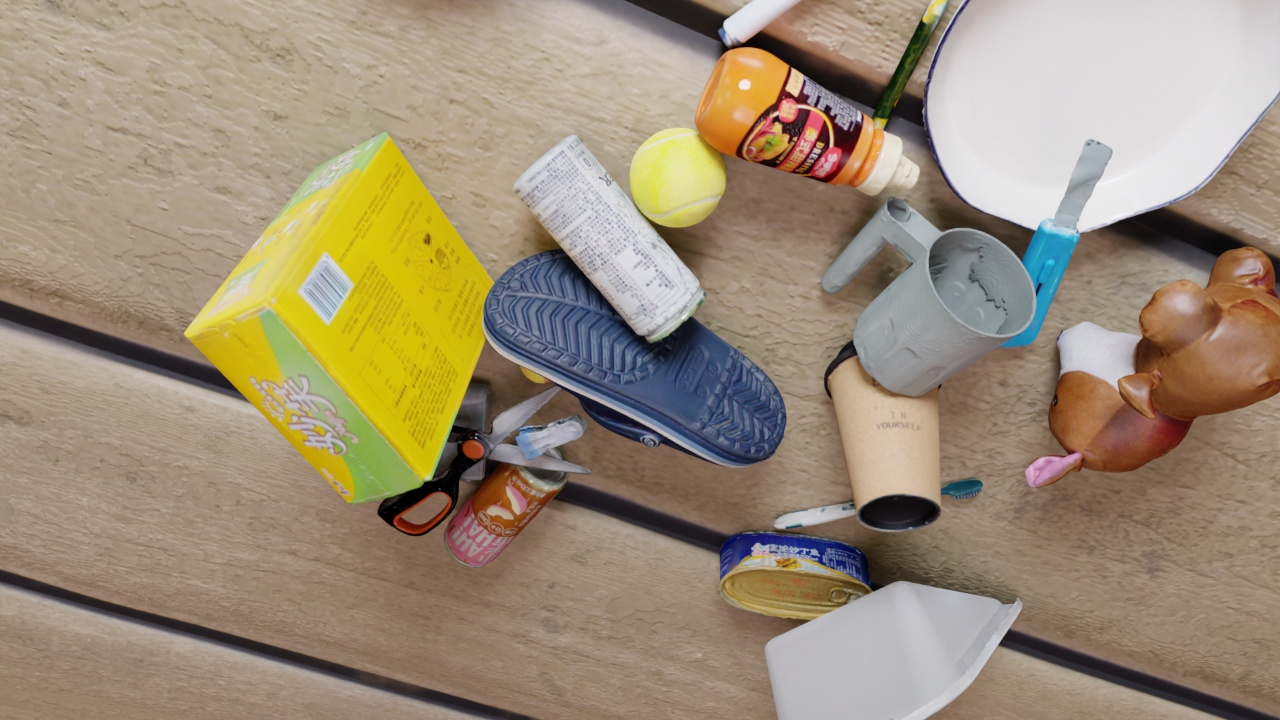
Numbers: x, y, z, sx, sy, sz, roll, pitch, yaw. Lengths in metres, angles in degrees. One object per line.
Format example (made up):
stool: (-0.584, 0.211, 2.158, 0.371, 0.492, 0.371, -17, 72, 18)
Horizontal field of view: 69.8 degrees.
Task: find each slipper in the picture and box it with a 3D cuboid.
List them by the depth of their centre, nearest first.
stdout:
slipper: (-0.004, 0.004, 0.711, 0.252, 0.104, 0.095, 28, 149, -13)

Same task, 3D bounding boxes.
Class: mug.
mug: (0.195, -0.044, 0.648, 0.124, 0.083, 0.104, 42, 149, 5)

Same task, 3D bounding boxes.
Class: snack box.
snack box: (-0.182, -0.032, 0.618, 0.070, 0.209, 0.158, -19, 125, 21)

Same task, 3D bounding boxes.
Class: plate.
plate: (0.277, -0.176, 0.560, 0.205, 0.045, 0.205, 4, 130, 4)

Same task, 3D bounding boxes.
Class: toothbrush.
toothbrush: (0.181, -0.209, 0.563, 0.017, 0.012, 0.186, 9, 131, -16)
toothbrush: (0.216, 0.135, 0.845, 0.192, 0.016, 0.018, -14, 137, 16)

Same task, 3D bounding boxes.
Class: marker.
marker: (0.104, -0.230, 0.550, 0.131, 0.018, 0.022, -30, 130, 26)

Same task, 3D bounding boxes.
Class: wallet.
wallet: (-0.199, 0.058, 0.808, 0.130, 0.036, 0.107, 8, 119, 0)

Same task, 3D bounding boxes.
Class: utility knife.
utility knife: (0.273, -0.071, 0.616, 0.034, 0.018, 0.223, 6, 151, 11)

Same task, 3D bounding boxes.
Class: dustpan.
dustpan: (0.233, 0.310, 0.857, 0.223, 0.142, 0.257, -36, 137, 29)

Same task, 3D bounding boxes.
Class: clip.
clip: (-0.071, 0.060, 0.735, 0.058, 0.036, 0.025, -19, 109, 13)

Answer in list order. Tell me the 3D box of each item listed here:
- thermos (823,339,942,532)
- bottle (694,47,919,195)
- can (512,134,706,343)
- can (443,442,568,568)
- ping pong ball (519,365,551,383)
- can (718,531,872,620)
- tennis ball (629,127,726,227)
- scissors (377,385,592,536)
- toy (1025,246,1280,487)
thermos: (0.191, 0.054, 0.705, 0.093, 0.143, 0.093, 3, 143, 2)
bottle: (0.111, -0.144, 0.587, 0.149, 0.066, 0.067, 21, 128, -11)
can: (-0.021, -0.083, 0.636, 0.058, 0.058, 0.147, -35, 104, 29)
can: (-0.126, 0.133, 0.849, 0.058, 0.057, 0.148, 30, 126, -18)
ping pong ball: (-0.078, -0.001, 0.743, 0.040, 0.040, 0.040, 3, 130, 3)
can: (0.150, 0.209, 0.890, 0.148, 0.049, 0.075, 6, 130, 0)
tennis ball: (0.025, -0.122, 0.616, 0.065, 0.065, 0.066, 3, 130, 3)
scissors: (-0.159, 0.074, 0.775, 0.221, 0.021, 0.233, 29, 119, -8)
toy: (0.363, 0.012, 0.664, 0.140, 0.130, 0.200, -21, 149, -27)
